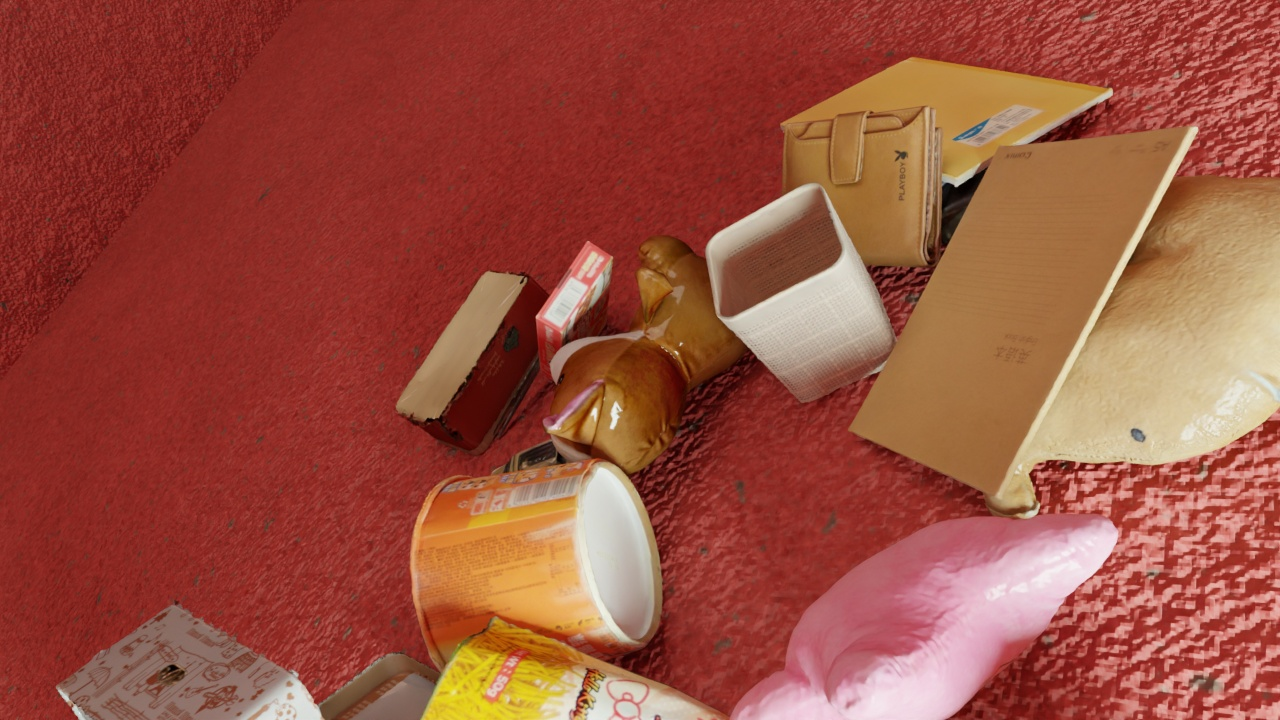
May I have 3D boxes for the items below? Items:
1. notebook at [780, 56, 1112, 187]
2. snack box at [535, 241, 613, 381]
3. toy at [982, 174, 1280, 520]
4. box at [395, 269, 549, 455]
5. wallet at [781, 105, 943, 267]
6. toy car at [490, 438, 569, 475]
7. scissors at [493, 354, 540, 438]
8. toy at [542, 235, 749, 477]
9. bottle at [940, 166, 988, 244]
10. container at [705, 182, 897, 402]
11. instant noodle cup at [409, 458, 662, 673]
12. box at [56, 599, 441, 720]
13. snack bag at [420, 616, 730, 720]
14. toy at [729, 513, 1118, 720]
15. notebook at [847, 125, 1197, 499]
[{"bbox_3d":[0.223,-0.191,0.704,0.145,0.010,0.206,-30,33,-14],"label":"notebook"},{"bbox_3d":[-0.054,-0.033,0.757,0.075,0.025,0.153,-57,-6,-17],"label":"snack box"},{"bbox_3d":[0.266,-0.004,0.480,0.226,0.082,0.143,-51,23,-5],"label":"toy"},{"bbox_3d":[-0.154,-0.006,0.855,0.091,0.077,0.168,11,64,47],"label":"box"},{"bbox_3d":[0.154,-0.122,0.654,0.132,0.031,0.108,11,105,51],"label":"wallet"},{"bbox_3d":[-0.090,0.093,0.745,0.091,0.035,0.042,-26,39,25],"label":"toy car"},{"bbox_3d":[-0.084,-0.014,0.819,0.162,0.014,0.166,-54,-9,-51],"label":"scissors"},{"bbox_3d":[-0.004,0.004,0.672,0.131,0.140,0.199,16,61,29],"label":"toy"},{"bbox_3d":[0.230,-0.115,0.641,0.079,0.044,0.195,-48,38,-16],"label":"bottle"},{"bbox_3d":[0.113,-0.040,0.620,0.090,0.111,0.090,-27,40,20],"label":"container"},{"bbox_3d":[-0.059,0.135,0.593,0.112,0.151,0.151,-18,44,18],"label":"instant noodle cup"},{"bbox_3d":[-0.208,0.216,0.567,0.181,0.158,0.204,5,27,44],"label":"box"},{"bbox_3d":[-0.015,0.224,0.478,0.208,0.073,0.128,21,66,17],"label":"snack bag"},{"bbox_3d":[0.133,0.126,0.442,0.194,0.179,0.074,-25,73,-24],"label":"toy"},{"bbox_3d":[0.209,-0.035,0.528,0.211,0.012,0.149,-62,18,0],"label":"notebook"}]
